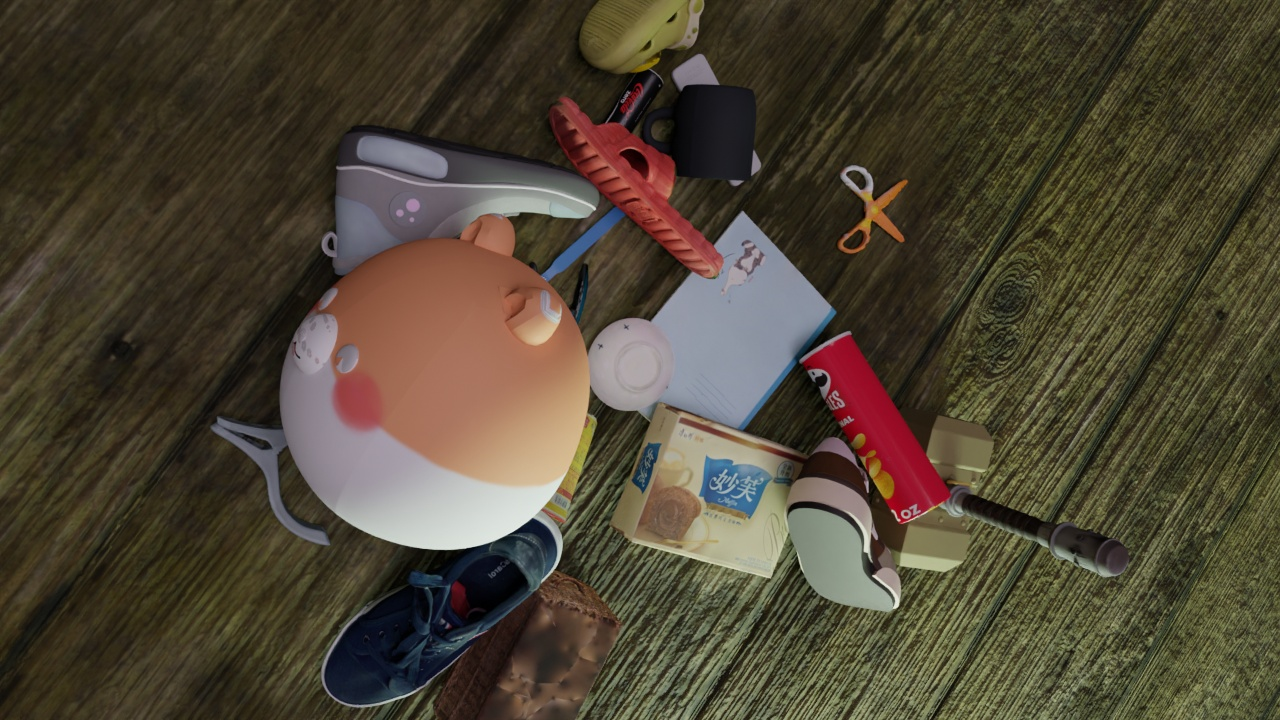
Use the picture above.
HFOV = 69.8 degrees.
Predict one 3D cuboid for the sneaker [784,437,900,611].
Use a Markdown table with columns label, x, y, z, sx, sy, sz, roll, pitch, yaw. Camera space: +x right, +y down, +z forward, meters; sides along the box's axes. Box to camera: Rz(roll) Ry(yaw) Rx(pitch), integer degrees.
| label | x | y | z | sx | sy | sz | roll | pitch | yaw |
| --- | --- | --- | --- | --- | --- | --- | --- | --- | --- |
| sneaker | 0.246 | 0.195 | 1.091 | 0.294 | 0.112 | 0.116 | 56 | 46 | -43 |

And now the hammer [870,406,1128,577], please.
| label | x | y | z | sx | sy | sz | roll | pitch | yaw |
| --- | --- | --- | --- | --- | --- | --- | --- | --- | --- |
| hammer | 0.406 | 0.177 | 1.049 | 0.100 | 0.325 | 0.190 | 12 | 93 | -24 |

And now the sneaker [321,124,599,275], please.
| label | x | y | z | sx | sy | sz | roll | pitch | yaw |
| --- | --- | --- | --- | --- | --- | --- | --- | --- | --- |
| sneaker | -0.172 | -0.131 | 0.902 | 0.256 | 0.093 | 0.160 | 9 | 103 | -25 |

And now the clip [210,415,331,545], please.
| label | x | y | z | sx | sy | sz | roll | pitch | yaw |
| --- | --- | --- | --- | --- | --- | --- | --- | --- | --- |
| clip | -0.329 | 0.121 | 0.898 | 0.168 | 0.031 | 0.164 | -1 | 96 | -22 |

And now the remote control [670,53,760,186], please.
| label | x | y | z | sx | sy | sz | roll | pitch | yaw |
| --- | --- | --- | --- | --- | --- | --- | --- | --- | --- |
| remote control | 0.086 | -0.267 | 1.025 | 0.045 | 0.008 | 0.147 | -37 | 110 | -14 |

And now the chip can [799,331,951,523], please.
| label | x | y | z | sx | sy | sz | roll | pitch | yaw |
| --- | --- | --- | --- | --- | --- | --- | --- | --- | --- |
| chip can | 0.272 | 0.077 | 1.067 | 0.069 | 0.069 | 0.220 | -26 | 79 | -17 |

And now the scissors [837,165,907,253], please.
| label | x | y | z | sx | sy | sz | roll | pitch | yaw |
| --- | --- | --- | --- | --- | --- | --- | --- | --- | --- |
| scissors | 0.279 | -0.185 | 1.116 | 0.125 | 0.011 | 0.131 | -41 | 111 | -11 |

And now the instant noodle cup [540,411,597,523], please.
| label | x | y | z | sx | sy | sz | roll | pitch | yaw |
| --- | --- | --- | --- | --- | --- | --- | --- | --- | --- |
| instant noodle cup | -0.099 | 0.099 | 0.962 | 0.100 | 0.100 | 0.112 | 33 | 74 | -23 |

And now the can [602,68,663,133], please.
| label | x | y | z | sx | sy | sz | roll | pitch | yaw |
| --- | --- | --- | --- | --- | --- | --- | --- | --- | --- |
| can | -0.010 | -0.269 | 0.972 | 0.031 | 0.031 | 0.080 | 35 | 84 | -23 |

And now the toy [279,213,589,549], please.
| label | x | y | z | sx | sy | sz | roll | pitch | yaw |
| --- | --- | --- | --- | --- | --- | --- | --- | --- | --- |
| toy | -0.172 | 0.019 | 0.798 | 0.265 | 0.262 | 0.281 | 18 | 117 | -41 |

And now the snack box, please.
| label | x | y | z | sx | sy | sz | roll | pitch | yaw |
| --- | --- | --- | --- | --- | --- | --- | --- | --- | --- |
| snack box | 0.087 | 0.151 | 1.050 | 0.207 | 0.055 | 0.153 | 21 | 91 | -29 |

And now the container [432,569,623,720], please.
| label | x | y | z | sx | sy | sz | roll | pitch | yaw |
| --- | --- | --- | --- | --- | --- | --- | --- | --- | --- |
| container | -0.119 | 0.322 | 0.969 | 0.113 | 0.113 | 0.198 | 28 | 85 | -23 |

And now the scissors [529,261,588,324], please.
| label | x | y | z | sx | sy | sz | roll | pitch | yaw |
| --- | --- | --- | --- | --- | --- | --- | --- | --- | --- |
| scissors | -0.089 | -0.043 | 0.978 | 0.119 | 0.019 | 0.151 | 37 | 82 | -22 |

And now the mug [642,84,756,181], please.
| label | x | y | z | sx | sy | sz | roll | pitch | yaw |
| --- | --- | --- | --- | --- | --- | --- | --- | --- | --- |
| mug | 0.061 | -0.243 | 0.979 | 0.122 | 0.085 | 0.094 | 7 | 103 | 14 |

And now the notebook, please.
| label | x | y | z | sx | sy | sz | roll | pitch | yaw |
| --- | --- | --- | --- | --- | --- | --- | --- | --- | --- |
| notebook | 0.098 | -0.019 | 1.066 | 0.181 | 0.009 | 0.253 | 42 | 81 | -22 |

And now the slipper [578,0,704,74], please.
| label | x | y | z | sx | sy | sz | roll | pitch | yaw |
| --- | --- | --- | --- | --- | --- | --- | --- | --- | --- |
| slipper | 0.019 | -0.361 | 0.953 | 0.190 | 0.091 | 0.081 | -46 | 142 | -7 |

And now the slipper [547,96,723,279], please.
| label | x | y | z | sx | sy | sz | roll | pitch | yaw |
| --- | --- | --- | --- | --- | --- | --- | --- | --- | --- |
| slipper | 0.005 | -0.185 | 0.951 | 0.249 | 0.103 | 0.059 | 43 | 81 | -21 |

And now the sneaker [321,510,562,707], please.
| label | x | y | z | sx | sy | sz | roll | pitch | yaw |
| --- | --- | --- | --- | --- | --- | --- | --- | --- | --- |
| sneaker | -0.206 | 0.254 | 0.878 | 0.295 | 0.127 | 0.120 | -38 | 98 | 13 |

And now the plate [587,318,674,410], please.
| label | x | y | z | sx | sy | sz | roll | pitch | yaw |
| --- | --- | --- | --- | --- | --- | --- | --- | --- | --- |
| plate | -0.006 | 0.006 | 1.008 | 0.104 | 0.026 | 0.104 | -3 | 97 | -21 |

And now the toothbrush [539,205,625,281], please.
| label | x | y | z | sx | sy | sz | roll | pitch | yaw |
| --- | --- | --- | --- | --- | --- | --- | --- | --- | --- |
| toothbrush | -0.068 | -0.116 | 0.967 | 0.166 | 0.014 | 0.016 | -45 | 103 | -20 |
